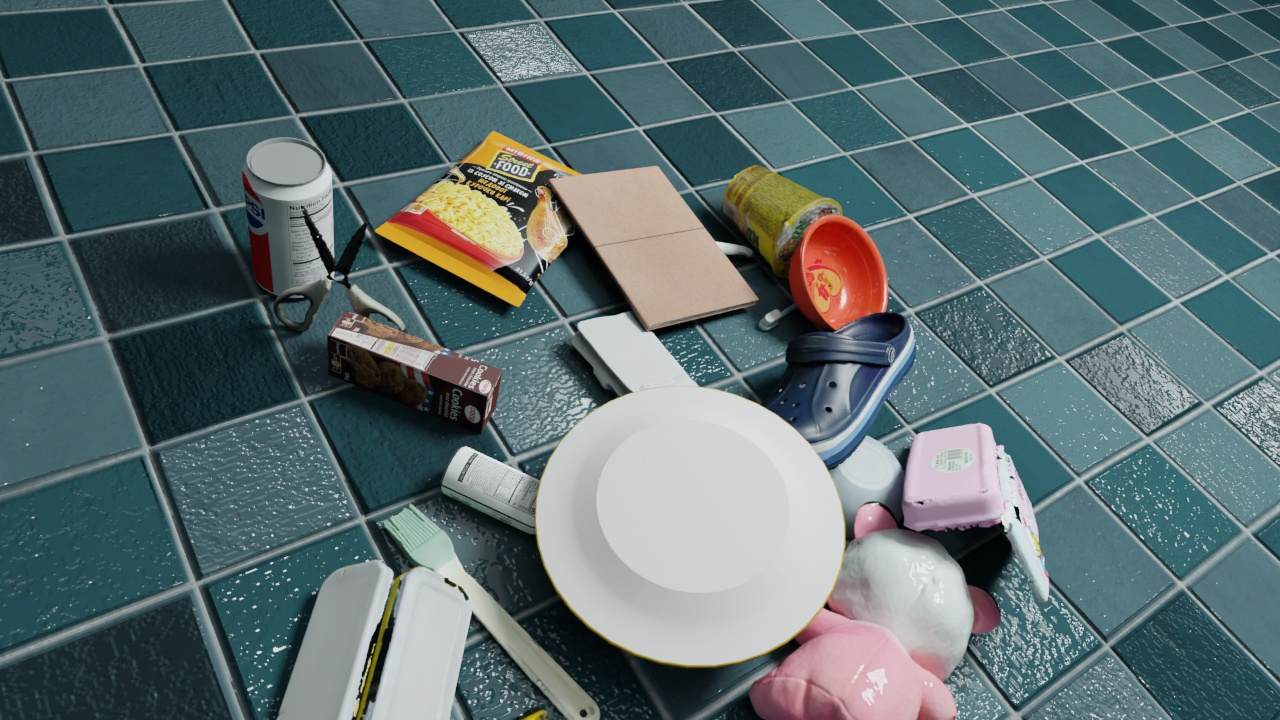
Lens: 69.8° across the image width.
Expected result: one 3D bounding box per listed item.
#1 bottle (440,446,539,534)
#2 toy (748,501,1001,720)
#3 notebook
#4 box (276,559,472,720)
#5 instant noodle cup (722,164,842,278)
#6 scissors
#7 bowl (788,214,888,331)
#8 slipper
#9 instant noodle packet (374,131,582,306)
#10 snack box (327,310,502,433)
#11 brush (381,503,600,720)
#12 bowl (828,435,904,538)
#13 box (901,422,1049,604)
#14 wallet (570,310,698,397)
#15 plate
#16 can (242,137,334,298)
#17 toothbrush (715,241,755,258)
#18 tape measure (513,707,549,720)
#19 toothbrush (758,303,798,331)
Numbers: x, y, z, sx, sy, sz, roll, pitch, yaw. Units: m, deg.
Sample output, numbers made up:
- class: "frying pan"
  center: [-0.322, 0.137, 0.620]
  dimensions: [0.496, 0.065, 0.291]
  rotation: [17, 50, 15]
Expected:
- class: "bottle"
  center: [-0.097, 0.109, 0.721]
  dimensions: [0.116, 0.041, 0.041]
  rotation: [24, 47, 5]
- class: "toy"
  center: [0.182, 0.209, 0.687]
  dimensions: [0.142, 0.084, 0.212]
  rotation: [33, 48, 22]
- class: "notebook"
  center: [0.012, -0.123, 0.952]
  dimensions: [0.141, 0.008, 0.209]
  rotation: [-15, 58, -33]
- class: "box"
  center: [-0.181, 0.237, 0.592]
  dimensions: [0.084, 0.080, 0.209]
  rotation: [43, 38, -35]
- class: "instant noodle cup"
  center: [0.148, -0.158, 1.003]
  dimensions: [0.102, 0.102, 0.108]
  rotation: [-21, 49, -31]
- class: "scissors"
  center: [-0.249, -0.058, 0.762]
  dimensions: [0.169, 0.158, 0.012]
  rotation: [47, 36, -38]
- class: "bowl"
  center: [0.198, -0.083, 0.956]
  dimensions: [0.130, 0.045, 0.130]
  rotation: [9, 74, -34]
- class: "slipper"
  center: [0.167, 0.012, 0.829]
  dimensions: [0.105, 0.095, 0.252]
  rotation: [2, 29, 40]
- class: "instant noodle packet"
  center: [-0.141, -0.155, 0.948]
  dimensions: [0.160, 0.032, 0.220]
  rotation: [28, 47, 7]
- class: "snack box"
  center: [-0.191, 0.010, 0.773]
  dimensions: [0.141, 0.051, 0.031]
  rotation: [21, 47, 2]
- class: "brush"
  center: [-0.109, 0.186, 0.670]
  dimensions: [0.217, 0.012, 0.033]
  rotation: [41, 51, 18]
- class: "bowl"
  center: [0.191, 0.103, 0.815]
  dimensions: [0.106, 0.039, 0.106]
  rotation: [9, 48, -10]
- class: "box"
  center: [0.283, 0.128, 0.777]
  dimensions: [0.101, 0.103, 0.201]
  rotation: [-13, 7, 21]
- class: "wallet"
  center: [-0.005, 0.005, 0.852]
  dimensions: [0.086, 0.032, 0.116]
  rotation: [-12, 51, -39]
- class: "plate"
  center: [0.038, 0.108, 0.673]
  dimensions: [0.230, 0.021, 0.229]
  rotation: [2, 53, -3]
- class: "can"
  center: [-0.304, -0.121, 0.800]
  dimensions: [0.070, 0.132, 0.070]
  rotation: [9, 48, -10]
- class: "toothbrush"
  center: [0.034, -0.125, 0.988]
  dimensions: [0.189, 0.016, 0.017]
  rotation: [7, 58, -11]
- class: "tape measure"
  center: [-0.085, 0.253, 0.583]
  dimensions: [0.062, 0.067, 0.038]
  rotation: [-19, 58, -19]
- class: "toothbrush"
  center: [0.188, -0.072, 0.987]
  dimensions: [0.180, 0.017, 0.016]
  rotation: [-30, 69, -36]
